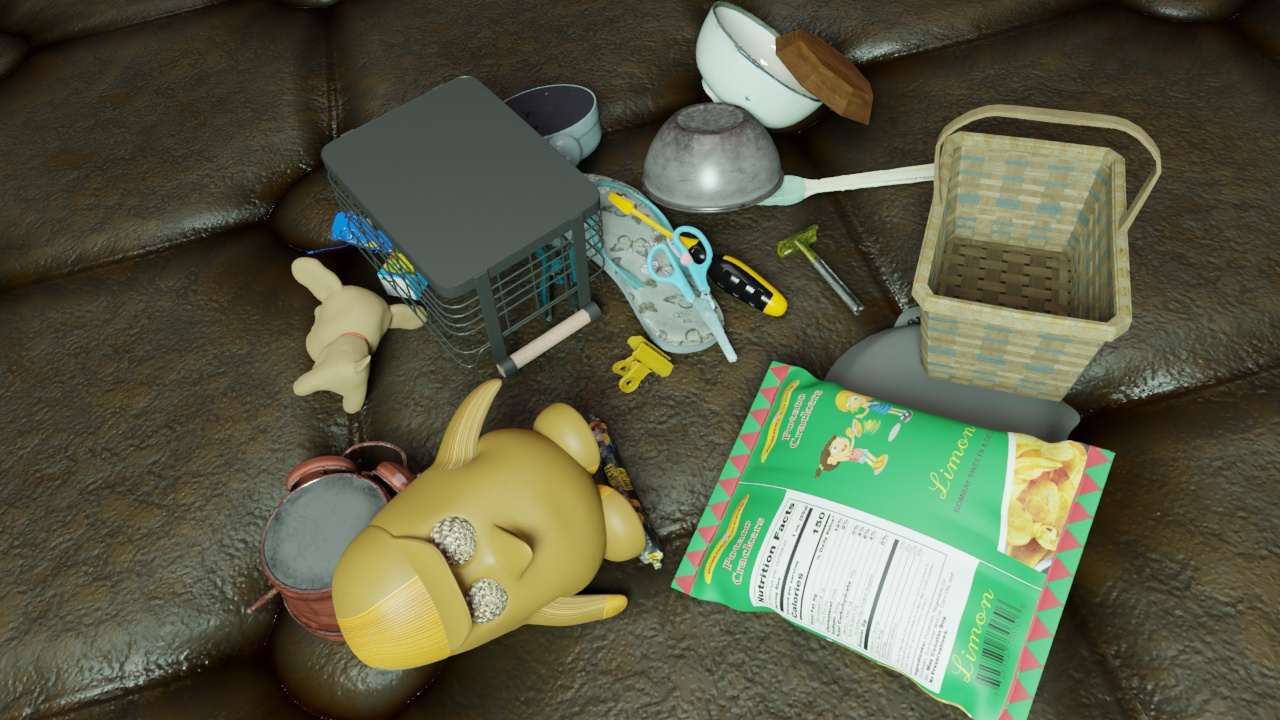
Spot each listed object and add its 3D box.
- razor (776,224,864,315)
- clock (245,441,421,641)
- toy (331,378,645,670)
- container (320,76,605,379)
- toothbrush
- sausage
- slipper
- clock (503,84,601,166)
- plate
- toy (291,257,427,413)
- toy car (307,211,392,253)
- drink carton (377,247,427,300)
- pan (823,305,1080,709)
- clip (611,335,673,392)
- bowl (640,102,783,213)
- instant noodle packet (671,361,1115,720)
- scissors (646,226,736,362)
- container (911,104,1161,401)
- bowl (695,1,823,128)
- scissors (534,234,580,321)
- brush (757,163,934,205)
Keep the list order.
[{"bbox_3d":[0.173,-0.081,0.854,0.042,0.026,0.106,-25,58,-13],"label":"razor"},{"bbox_3d":[-0.228,0.135,0.717,0.121,0.072,0.157,5,55,12],"label":"clock"},{"bbox_3d":[-0.114,0.131,0.639,0.202,0.163,0.198,-30,93,-31],"label":"toy"},{"bbox_3d":[-0.154,-0.122,0.826,0.162,0.130,0.241,-35,63,-20],"label":"container"},{"bbox_3d":[0.052,-0.100,0.849,0.197,0.031,0.030,34,33,8],"label":"toothbrush"},{"bbox_3d":[-0.016,0.103,0.742,0.020,0.020,0.155,-21,53,-8],"label":"sausage"},{"bbox_3d":[-0.002,-0.116,0.881,0.098,0.055,0.268,-21,54,-24],"label":"slipper"},{"bbox_3d":[-0.105,-0.243,0.987,0.123,0.045,0.159,-4,43,11],"label":"clock"},{"bbox_3d":[0.198,-0.303,0.964,0.131,0.025,0.131,27,36,-21],"label":"plate"},{"bbox_3d":[-0.264,-0.015,0.829,0.106,0.134,0.108,-36,44,35],"label":"toy"},{"bbox_3d":[-0.297,-0.121,0.961,0.092,0.062,0.033,15,50,-18],"label":"toy car"},{"bbox_3d":[-0.219,-0.120,0.930,0.044,0.039,0.128,10,56,16],"label":"drink carton"},{"bbox_3d":[0.237,0.088,0.712,0.217,0.024,0.353,1,53,9],"label":"pan"},{"bbox_3d":[-0.005,0.001,0.809,0.047,0.053,0.039,-38,50,17],"label":"clip"},{"bbox_3d":[0.071,-0.211,0.917,0.145,0.067,0.144,-4,38,3],"label":"bowl"},{"bbox_3d":[0.167,0.115,0.644,0.253,0.090,0.195,16,72,33],"label":"instant noodle packet"},{"bbox_3d":[0.050,-0.055,0.818,0.063,0.015,0.138,-24,70,2],"label":"scissors"},{"bbox_3d":[0.307,-0.111,0.730,0.158,0.187,0.249,11,46,16],"label":"container"},{"bbox_3d":[0.118,-0.302,0.974,0.153,0.073,0.153,27,37,-22],"label":"bowl"},{"bbox_3d":[-0.086,-0.094,0.903,0.129,0.019,0.137,29,60,27],"label":"scissors"},{"bbox_3d":[0.218,-0.181,0.929,0.218,0.012,0.033,-7,52,2],"label":"brush"}]
